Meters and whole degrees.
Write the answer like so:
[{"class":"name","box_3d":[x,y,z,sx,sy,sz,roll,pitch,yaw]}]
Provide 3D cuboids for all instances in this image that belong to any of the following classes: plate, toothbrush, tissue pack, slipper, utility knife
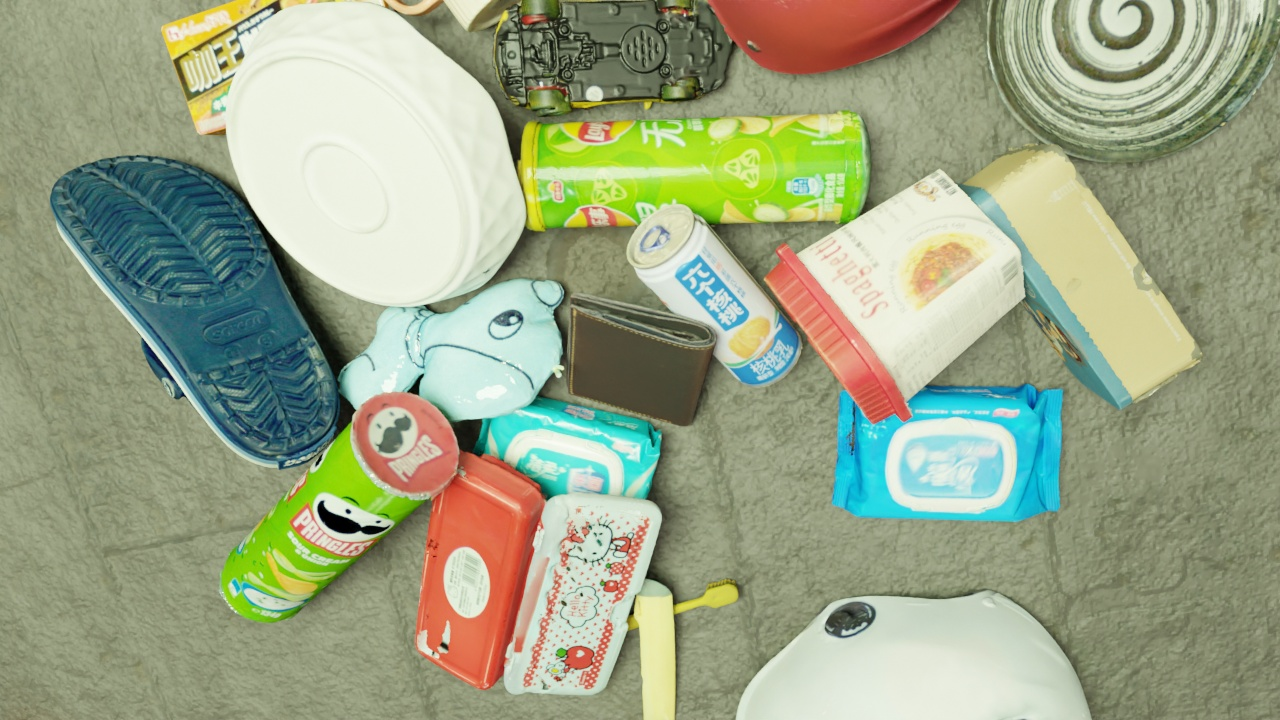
[{"class":"plate","box_3d":[0.306,-0.214,0.574,0.179,0.024,0.179,1,103,6]},{"class":"toothbrush","box_3d":[-0.015,0.202,0.707,0.190,0.016,0.016,-19,102,10]},{"class":"tissue pack","box_3d":[0.214,0.064,0.635,0.157,0.052,0.095,0,104,5]},{"class":"tissue pack","box_3d":[-0.057,0.078,0.661,0.133,0.050,0.093,13,106,2]},{"class":"slipper","box_3d":[-0.297,-0.032,0.636,0.253,0.104,0.095,51,144,6]},{"class":"plate","box_3d":[-0.175,-0.117,0.579,0.205,0.045,0.205,13,130,16]},{"class":"utility knife","box_3d":[0.011,0.233,0.700,0.031,0.018,0.167,-1,111,2]}]

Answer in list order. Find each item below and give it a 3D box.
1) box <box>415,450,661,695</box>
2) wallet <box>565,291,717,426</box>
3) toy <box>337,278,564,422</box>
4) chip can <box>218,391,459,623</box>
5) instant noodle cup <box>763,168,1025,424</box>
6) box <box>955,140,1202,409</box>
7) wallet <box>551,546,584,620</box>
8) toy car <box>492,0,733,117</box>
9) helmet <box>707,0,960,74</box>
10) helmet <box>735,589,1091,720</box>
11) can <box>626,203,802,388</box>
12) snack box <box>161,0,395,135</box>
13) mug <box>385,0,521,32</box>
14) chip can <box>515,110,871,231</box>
[{"class":"box","box_3d":[-0.080,0.161,0.647,0.161,0.058,0.201,16,123,1]},{"class":"wallet","box_3d":[-0.004,0.004,0.615,0.096,0.122,0.020,16,60,4]},{"class":"toy","box_3d":[-0.124,-0.002,0.632,0.156,0.050,0.161,26,73,24]},{"class":"chip can","box_3d":[-0.211,0.108,0.623,0.072,0.072,0.237,45,128,-7]},{"class":"instant noodle cup","box_3d":[0.161,-0.041,0.570,0.124,0.116,0.116,-36,59,8]},{"class":"box","box_3d":[0.268,-0.061,0.582,0.062,0.089,0.184,-39,95,12]},{"class":"wallet","box_3d":[-0.102,0.155,0.699,0.115,0.024,0.087,11,110,3]},{"class":"toy car","box_3d":[-0.017,-0.197,0.592,0.155,0.041,0.071,-7,101,-8]},{"class":"helmet","box_3d":[0.110,-0.295,0.504,0.207,0.144,0.240,-29,96,5]},{"class":"helmet","box_3d":[0.197,0.295,0.646,0.259,0.145,0.229,-12,102,8]},{"class":"can","box_3d":[0.049,-0.039,0.592,0.053,0.053,0.134,-37,128,12]},{"class":"snack box","box_3d":[-0.236,-0.208,0.617,0.154,0.026,0.075,-14,102,8]},{"class":"mug","box_3d":[-0.119,-0.262,0.566,0.115,0.081,0.106,-32,101,14]},{"class":"chip can","box_3d":[0.035,-0.122,0.593,0.221,0.072,0.072,-1,104,4]}]
